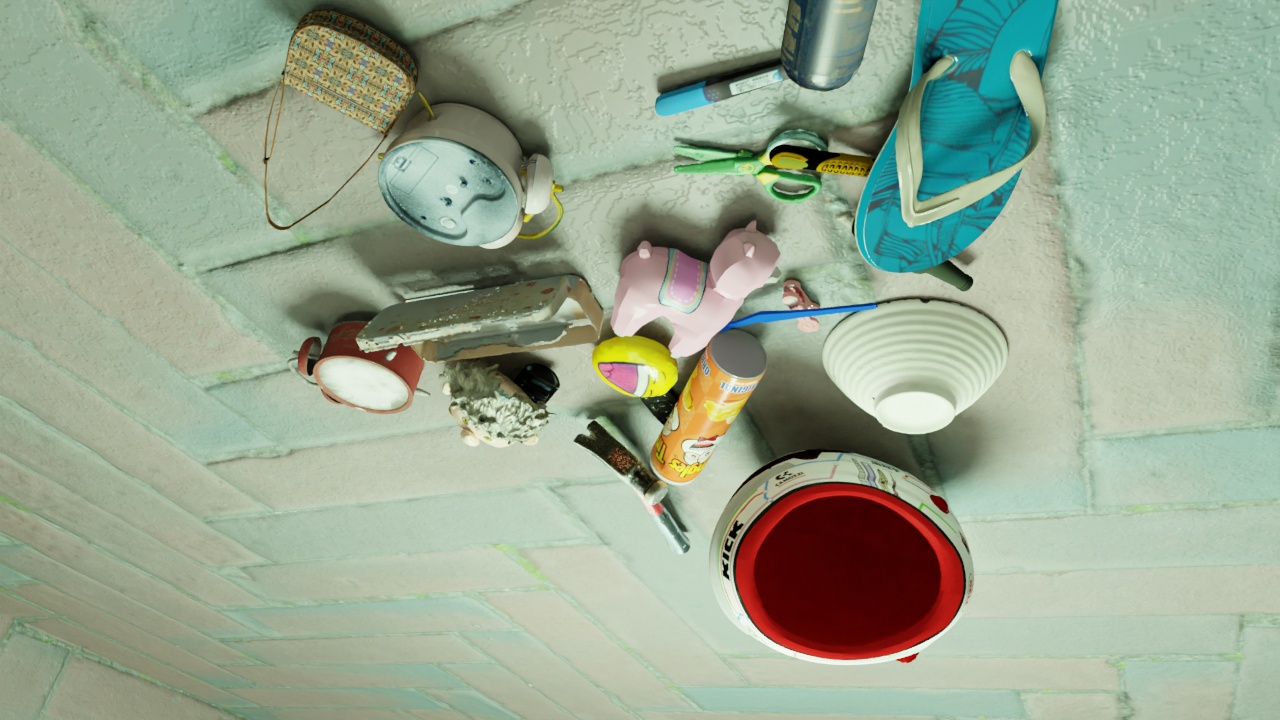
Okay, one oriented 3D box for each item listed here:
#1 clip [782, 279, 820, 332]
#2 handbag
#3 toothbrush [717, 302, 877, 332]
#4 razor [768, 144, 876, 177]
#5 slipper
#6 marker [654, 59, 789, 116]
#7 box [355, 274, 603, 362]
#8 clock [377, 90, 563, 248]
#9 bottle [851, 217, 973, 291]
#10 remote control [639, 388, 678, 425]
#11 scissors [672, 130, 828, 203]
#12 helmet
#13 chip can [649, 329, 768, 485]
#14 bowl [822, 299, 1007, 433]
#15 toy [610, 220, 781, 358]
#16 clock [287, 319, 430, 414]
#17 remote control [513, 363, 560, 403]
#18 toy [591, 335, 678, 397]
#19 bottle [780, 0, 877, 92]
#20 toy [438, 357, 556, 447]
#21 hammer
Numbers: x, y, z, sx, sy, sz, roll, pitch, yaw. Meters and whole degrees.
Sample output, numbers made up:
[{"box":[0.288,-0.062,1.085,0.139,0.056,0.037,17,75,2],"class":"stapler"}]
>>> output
[{"box":[0.149,-0.046,0.858,0.023,0.039,0.059,-11,136,37],"class":"clip"},{"box":[-0.253,-0.181,0.733,0.093,0.043,0.196,25,125,-22],"class":"handbag"},{"box":[0.135,-0.043,0.852,0.187,0.011,0.016,-6,142,42],"class":"toothbrush"},{"box":[0.169,-0.150,0.714,0.144,0.021,0.044,5,146,-12],"class":"razor"},{"box":[0.227,-0.162,0.641,0.118,0.060,0.295,-4,138,-2],"class":"slipper"},{"box":[0.068,-0.205,0.680,0.123,0.015,0.018,-10,143,22],"class":"marker"},{"box":[-0.157,-0.029,0.907,0.217,0.094,0.121,-7,145,22],"class":"box"},{"box":[-0.137,-0.148,0.769,0.158,0.058,0.117,28,141,-24],"class":"clock"},{"box":[0.235,-0.091,0.779,0.123,0.033,0.033,26,141,-22],"class":"bottle"},{"box":[0.035,0.060,1.053,0.039,0.010,0.125,-10,140,25],"class":"remote control"},{"box":[0.086,-0.164,0.732,0.132,0.013,0.078,12,143,-3],"class":"scissors"},{"box":[0.211,0.216,1.038,0.314,0.231,0.236,12,-179,-12],"class":"helmet"},{"box":[0.068,0.055,0.982,0.062,0.062,0.211,15,140,-8],"class":"chip can"},{"box":[0.266,0.023,0.896,0.177,0.070,0.178,7,144,5],"class":"bowl"},{"box":[0.047,-0.070,0.826,0.123,0.067,0.158,22,139,-15],"class":"toy"},{"box":[-0.315,0.005,1.018,0.157,0.061,0.110,-3,143,18],"class":"clock"},{"box":[-0.134,0.044,1.064,0.045,0.021,0.141,31,145,-9],"class":"remote control"},{"box":[-0.006,0.006,0.963,0.094,0.041,0.096,14,147,0],"class":"toy"},{"box":[0.124,-0.247,0.572,0.056,0.056,0.161,7,144,4],"class":"bottle"},{"box":[-0.176,0.059,1.033,0.132,0.076,0.176,40,154,-6],"class":"toy"},{"box":[0.010,0.181,1.172,0.140,0.036,0.326,38,168,29],"class":"hammer"}]
